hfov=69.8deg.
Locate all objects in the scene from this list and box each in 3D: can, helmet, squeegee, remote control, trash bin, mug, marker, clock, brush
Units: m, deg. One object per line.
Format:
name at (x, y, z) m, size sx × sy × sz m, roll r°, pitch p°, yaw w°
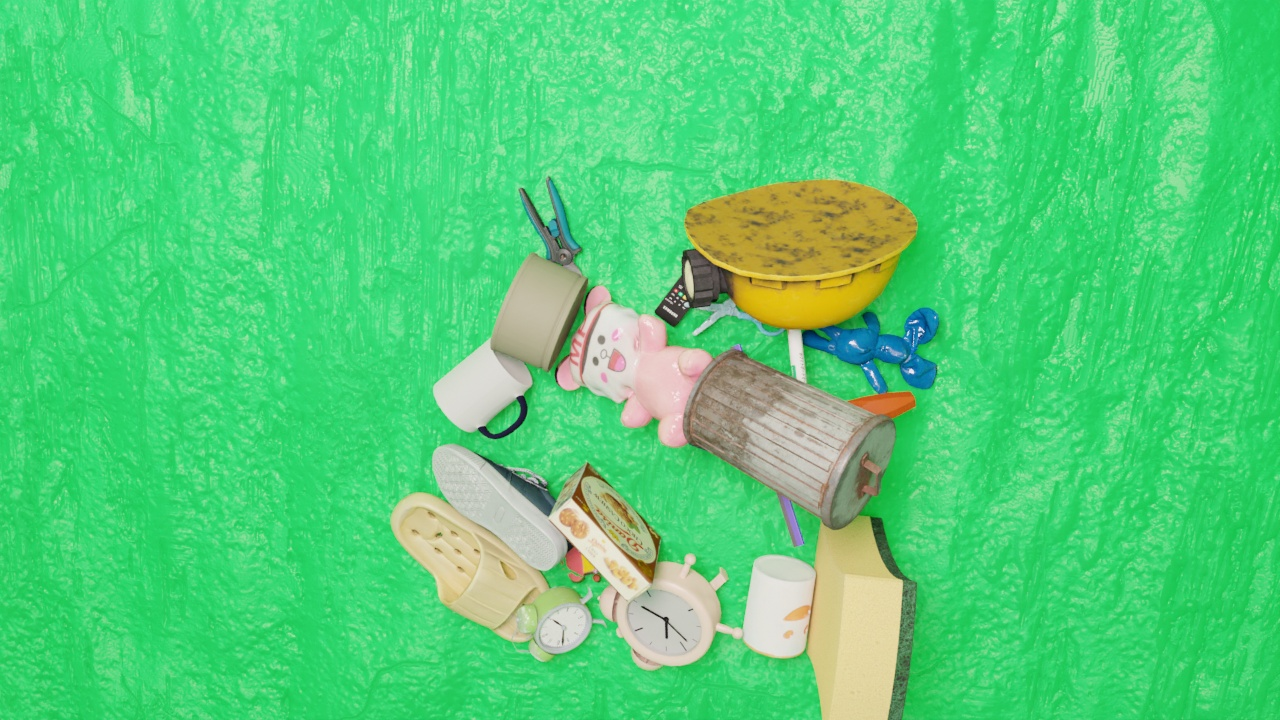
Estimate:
can at (-0.120, -0.057, 1.099) m, size 0.073 × 0.127 × 0.128 m, roll 23°, pitch 104°, yaw 0°
helmet at (0.177, -0.103, 1.040) m, size 0.255 × 0.205 × 0.131 m, roll -8°, pitch 127°, yaw -8°
squeegee at (0.231, 0.072, 1.076) m, size 0.185 × 0.055 × 0.249 m, roll -17°, pitch 80°, yaw 3°
remote control at (0.071, -0.106, 1.127) m, size 0.033 × 0.015 × 0.147 m, roll 37°, pitch 104°, yaw -3°
trash bin at (0.165, 0.084, 0.994) m, size 0.211 × 0.130 × 0.131 m, roll 28°, pitch 106°, yaw 33°
mug at (-0.188, 0.044, 1.148) m, size 0.097 × 0.078 × 0.112 m, roll -38°, pitch 75°, yaw 12°
marker at (0.184, -0.026, 1.091) m, size 0.017 × 0.017 × 0.145 m, roll -4°, pitch 65°, yaw 6°
clock at (0.038, 0.328, 1.207) m, size 0.161 × 0.086 × 0.131 m, roll -30°, pitch 97°, yaw 20°
mug at (0.178, 0.315, 1.179) m, size 0.082 × 0.082 × 0.105 m, roll 7°, pitch 103°, yaw 4°
brush at (0.254, 0.308, 1.083) m, size 0.075 × 0.250 × 0.195 m, roll 5°, pitch 99°, yaw 4°
clock at (-0.114, 0.348, 1.216) m, size 0.119 × 0.042 × 0.094 m, roll -26°, pitch 120°, yaw -15°

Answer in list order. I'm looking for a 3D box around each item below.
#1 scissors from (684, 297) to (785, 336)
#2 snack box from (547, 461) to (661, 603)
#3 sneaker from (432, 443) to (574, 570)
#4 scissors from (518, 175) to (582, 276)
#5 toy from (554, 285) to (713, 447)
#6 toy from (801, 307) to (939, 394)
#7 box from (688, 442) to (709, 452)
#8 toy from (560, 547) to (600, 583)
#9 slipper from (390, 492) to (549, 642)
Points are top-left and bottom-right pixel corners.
scissors at (0.127, -0.060, 1.130) m, size 0.139 × 0.015 × 0.120 m, roll -39°, pitch 101°, yaw 9°
snack box at (-0.041, 0.210, 1.143) m, size 0.041 × 0.146 × 0.143 m, roll -42°, pitch 95°, yaw 12°
sneaker at (-0.166, 0.176, 1.182) m, size 0.235 × 0.087 × 0.089 m, roll 36°, pitch 125°, yaw 19°
scissors at (-0.101, -0.156, 1.128) m, size 0.131 × 0.019 × 0.150 m, roll 26°, pitch 113°, yaw 3°
toy at (-0.006, 0.006, 1.097) m, size 0.213 × 0.084 × 0.142 m, roll 26°, pitch 110°, yaw 31°
toy at (0.282, -0.024, 1.101) m, size 0.176 × 0.070 × 0.113 m, roll 13°, pitch 115°, yaw 2°
box at (0.158, 0.109, 1.137) m, size 0.210 × 0.079 × 0.072 m, roll 19°, pitch 101°, yaw 1°
toy at (-0.079, 0.246, 1.210) m, size 0.103 × 0.046 × 0.084 m, roll 43°, pitch 116°, yaw 0°
slipper at (-0.226, 0.279, 1.214) m, size 0.261 × 0.079 × 0.111 m, roll 42°, pitch 100°, yaw -5°
